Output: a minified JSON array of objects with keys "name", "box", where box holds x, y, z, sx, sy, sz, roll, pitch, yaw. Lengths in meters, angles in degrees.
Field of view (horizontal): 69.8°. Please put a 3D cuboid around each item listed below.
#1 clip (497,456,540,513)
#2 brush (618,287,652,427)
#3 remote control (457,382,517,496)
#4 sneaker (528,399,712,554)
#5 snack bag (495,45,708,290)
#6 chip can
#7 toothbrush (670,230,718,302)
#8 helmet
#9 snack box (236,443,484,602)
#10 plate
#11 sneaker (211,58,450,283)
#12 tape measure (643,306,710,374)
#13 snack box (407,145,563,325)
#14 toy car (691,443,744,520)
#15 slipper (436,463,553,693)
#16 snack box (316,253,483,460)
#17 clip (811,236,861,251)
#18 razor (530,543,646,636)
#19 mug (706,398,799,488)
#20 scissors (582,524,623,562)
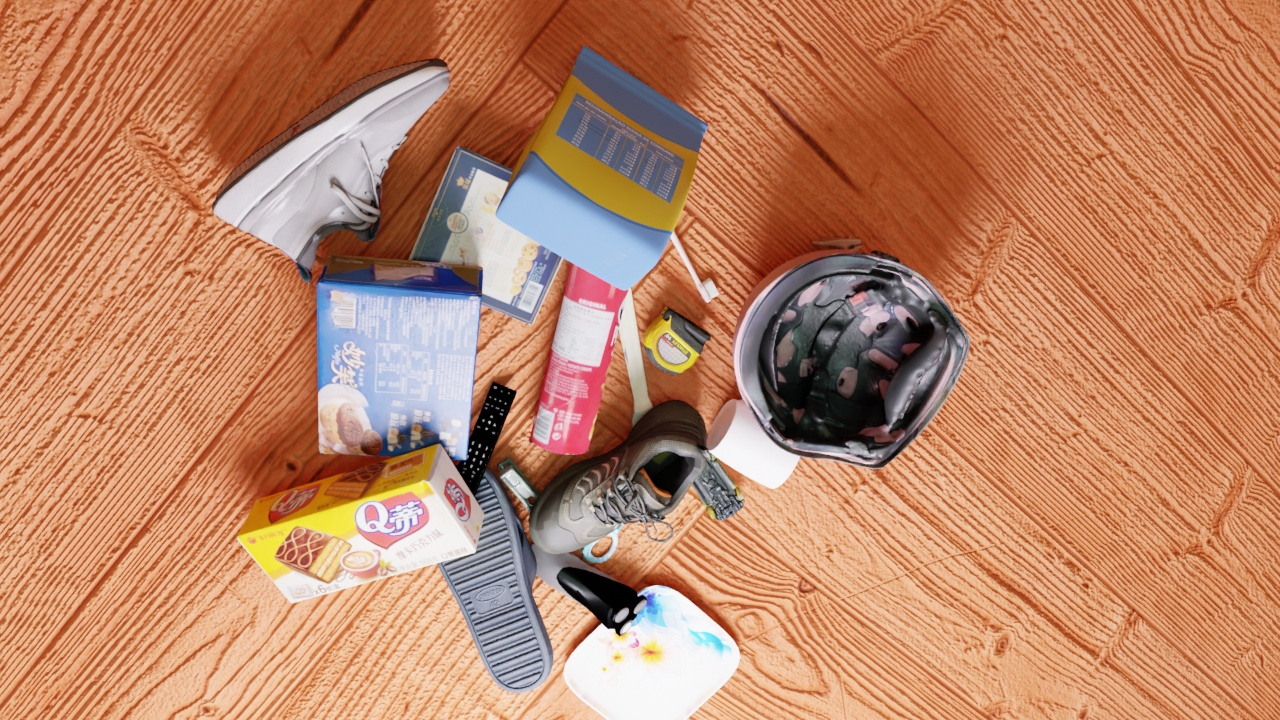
[{"name":"clip","box":[-0.135,0.149,1.050,0.023,0.049,0.078,-34,104,2]},{"name":"brush","box":[-0.006,0.006,1.048,0.033,0.012,0.218,-12,107,-6]},{"name":"remote control","box":[-0.176,0.094,1.017,0.030,0.009,0.140,20,85,14]},{"name":"sneaker","box":[-0.011,0.156,1.008,0.238,0.143,0.101,-39,115,3]},{"name":"snack bag","box":[-0.028,-0.197,0.903,0.159,0.102,0.204,29,64,-14]},{"name":"chip can","box":[-0.063,-0.013,0.999,0.073,0.073,0.233,11,105,-14]},{"name":"toothbrush","box":[0.037,-0.142,1.008,0.018,0.016,0.181,-34,110,-6]},{"name":"helmet","box":[0.212,-0.018,1.004,0.255,0.152,0.230,18,109,-16]},{"name":"snack box","box":[-0.296,0.175,0.978,0.230,0.061,0.110,-17,121,12]},{"name":"plate","box":[0.015,0.382,1.163,0.187,0.016,0.187,-44,109,5]},{"name":"sneaker","box":[-0.278,-0.189,0.900,0.263,0.096,0.129,-37,121,1]},{"name":"tape measure","box":[0.035,-0.020,1.032,0.065,0.037,0.064,31,98,-17]},{"name":"snack box","box":[-0.152,-0.130,0.960,0.145,0.042,0.144,23,102,-16]},{"name":"toy car","box":[0.083,0.143,1.095,0.049,0.030,0.107,-32,99,2]},{"name":"slipper","box":[-0.166,0.243,1.049,0.101,0.082,0.263,-19,87,5]},{"name":"snack box","box":[-0.247,0.001,0.944,0.155,0.069,0.203,4,121,-12]},{"name":"clip","box":[0.223,-0.121,1.044,0.060,0.024,0.039,-3,107,-14]},{"name":"razor","box":[-0.069,0.267,1.096,0.156,0.060,0.057,34,89,2]},{"name":"mug","box":[0.137,0.079,1.069,0.087,0.081,0.114,27,69,-11]},{"name":"scissors","box":[-0.030,0.175,1.095,0.140,0.013,0.114,-39,108,5]}]
